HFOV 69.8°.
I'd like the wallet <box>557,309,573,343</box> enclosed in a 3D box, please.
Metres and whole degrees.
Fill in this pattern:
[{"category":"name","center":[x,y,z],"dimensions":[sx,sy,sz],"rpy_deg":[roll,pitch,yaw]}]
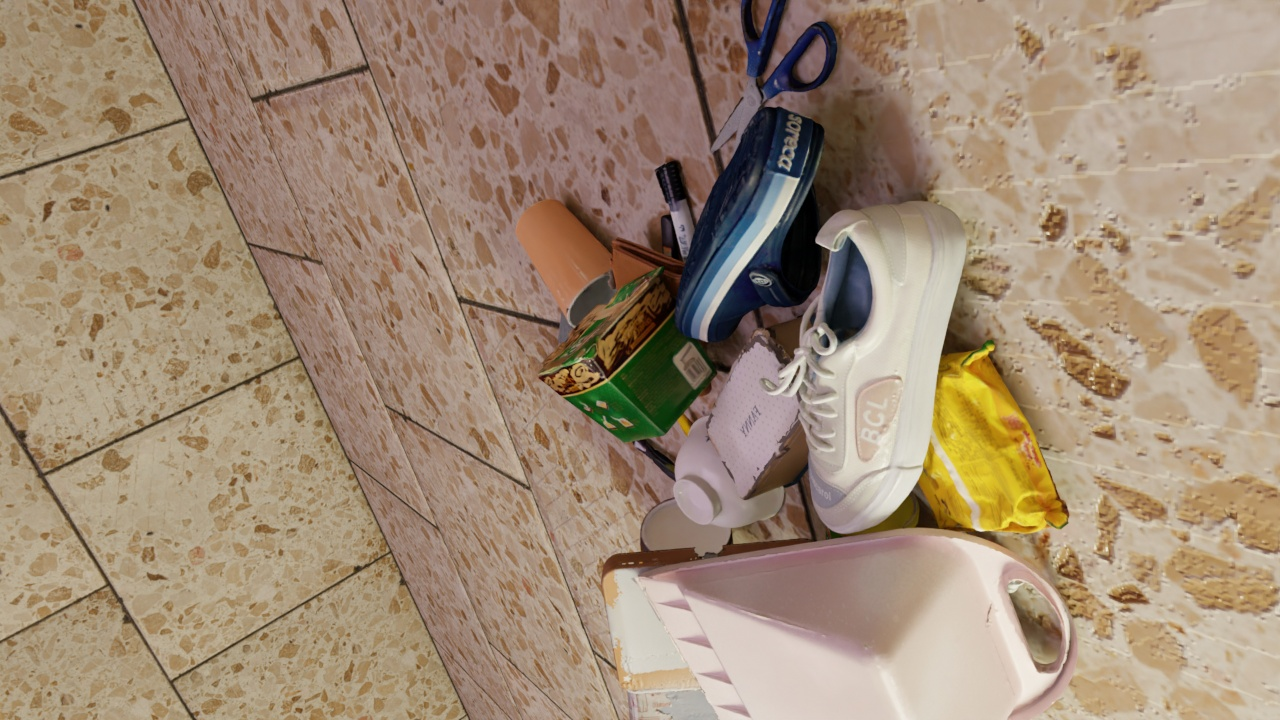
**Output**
[{"category":"wallet","center":[-0.042,0.003,1.006],"dimensions":[0.129,0.037,0.107],"rpy_deg":[54,163,14]}]

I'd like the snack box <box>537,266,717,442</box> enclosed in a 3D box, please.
[{"category":"snack box","center":[-0.005,0.005,0.781],"dimensions":[0.105,0.118,0.118],"rpy_deg":[47,155,-12]}]

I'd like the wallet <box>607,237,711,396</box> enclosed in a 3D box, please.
[{"category":"wallet","center":[0.018,-0.040,0.832],"dimensions":[0.108,0.031,0.132],"rpy_deg":[29,142,42]}]

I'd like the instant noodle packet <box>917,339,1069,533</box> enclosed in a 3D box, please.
[{"category":"instant noodle packet","center":[0.215,0.052,0.612],"dimensions":[0.128,0.044,0.111],"rpy_deg":[64,154,-1]}]

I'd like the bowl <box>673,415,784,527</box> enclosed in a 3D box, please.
[{"category":"bowl","center":[0.070,0.118,0.876],"dimensions":[0.118,0.064,0.118],"rpy_deg":[30,136,34]}]

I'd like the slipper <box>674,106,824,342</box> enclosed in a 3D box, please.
[{"category":"slipper","center":[0.088,-0.088,0.648],"dimensions":[0.095,0.105,0.253],"rpy_deg":[20,159,0]}]

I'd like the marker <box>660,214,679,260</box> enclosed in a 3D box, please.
[{"category":"marker","center":[0.030,-0.075,0.833],"dimensions":[0.018,0.015,0.124],"rpy_deg":[27,137,41]}]

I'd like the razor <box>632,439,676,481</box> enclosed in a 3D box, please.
[{"category":"razor","center":[0.033,0.115,1.001],"dimensions":[0.143,0.022,0.043],"rpy_deg":[31,139,44]}]

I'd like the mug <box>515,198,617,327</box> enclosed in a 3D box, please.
[{"category":"mug","center":[-0.070,-0.101,0.918],"dimensions":[0.122,0.078,0.078],"rpy_deg":[53,152,26]}]

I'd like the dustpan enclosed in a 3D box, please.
[{"category":"dustpan","center":[0.168,0.218,0.694],"dimensions":[0.274,0.138,0.222],"rpy_deg":[2,127,46]}]

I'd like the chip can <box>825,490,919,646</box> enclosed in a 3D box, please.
[{"category":"chip can","center":[0.188,0.196,0.762],"dimensions":[0.072,0.072,0.222],"rpy_deg":[32,141,43]}]

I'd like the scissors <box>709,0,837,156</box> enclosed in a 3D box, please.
[{"category":"scissors","center":[0.077,-0.197,0.642],"dimensions":[0.171,0.012,0.141],"rpy_deg":[4,121,59]}]

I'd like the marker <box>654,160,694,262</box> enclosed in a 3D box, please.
[{"category":"marker","center":[0.038,-0.106,0.786],"dimensions":[0.023,0.018,0.131],"rpy_deg":[6,121,42]}]

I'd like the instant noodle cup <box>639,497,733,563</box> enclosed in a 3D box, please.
[{"category":"instant noodle cup","center":[0.049,0.214,0.962],"dimensions":[0.118,0.118,0.115],"rpy_deg":[35,142,40]}]

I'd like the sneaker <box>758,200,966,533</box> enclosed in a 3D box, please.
[{"category":"sneaker","center":[0.133,0.015,0.596],"dimensions":[0.089,0.090,0.243],"rpy_deg":[-124,35,-56]}]

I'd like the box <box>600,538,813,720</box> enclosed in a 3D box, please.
[{"category":"box","center":[0.069,0.225,0.826],"dimensions":[0.156,0.180,0.227],"rpy_deg":[-85,-12,-66]}]

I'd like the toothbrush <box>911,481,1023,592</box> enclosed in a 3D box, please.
[{"category":"toothbrush","center":[0.215,0.099,0.687],"dimensions":[0.180,0.016,0.016],"rpy_deg":[49,143,20]}]

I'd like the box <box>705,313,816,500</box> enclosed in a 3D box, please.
[{"category":"box","center":[0.110,0.045,0.754],"dimensions":[0.089,0.059,0.185],"rpy_deg":[64,158,23]}]

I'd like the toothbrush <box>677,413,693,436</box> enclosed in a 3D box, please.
[{"category":"toothbrush","center":[0.053,0.071,0.933],"dimensions":[0.016,0.018,0.191],"rpy_deg":[-30,92,43]}]
